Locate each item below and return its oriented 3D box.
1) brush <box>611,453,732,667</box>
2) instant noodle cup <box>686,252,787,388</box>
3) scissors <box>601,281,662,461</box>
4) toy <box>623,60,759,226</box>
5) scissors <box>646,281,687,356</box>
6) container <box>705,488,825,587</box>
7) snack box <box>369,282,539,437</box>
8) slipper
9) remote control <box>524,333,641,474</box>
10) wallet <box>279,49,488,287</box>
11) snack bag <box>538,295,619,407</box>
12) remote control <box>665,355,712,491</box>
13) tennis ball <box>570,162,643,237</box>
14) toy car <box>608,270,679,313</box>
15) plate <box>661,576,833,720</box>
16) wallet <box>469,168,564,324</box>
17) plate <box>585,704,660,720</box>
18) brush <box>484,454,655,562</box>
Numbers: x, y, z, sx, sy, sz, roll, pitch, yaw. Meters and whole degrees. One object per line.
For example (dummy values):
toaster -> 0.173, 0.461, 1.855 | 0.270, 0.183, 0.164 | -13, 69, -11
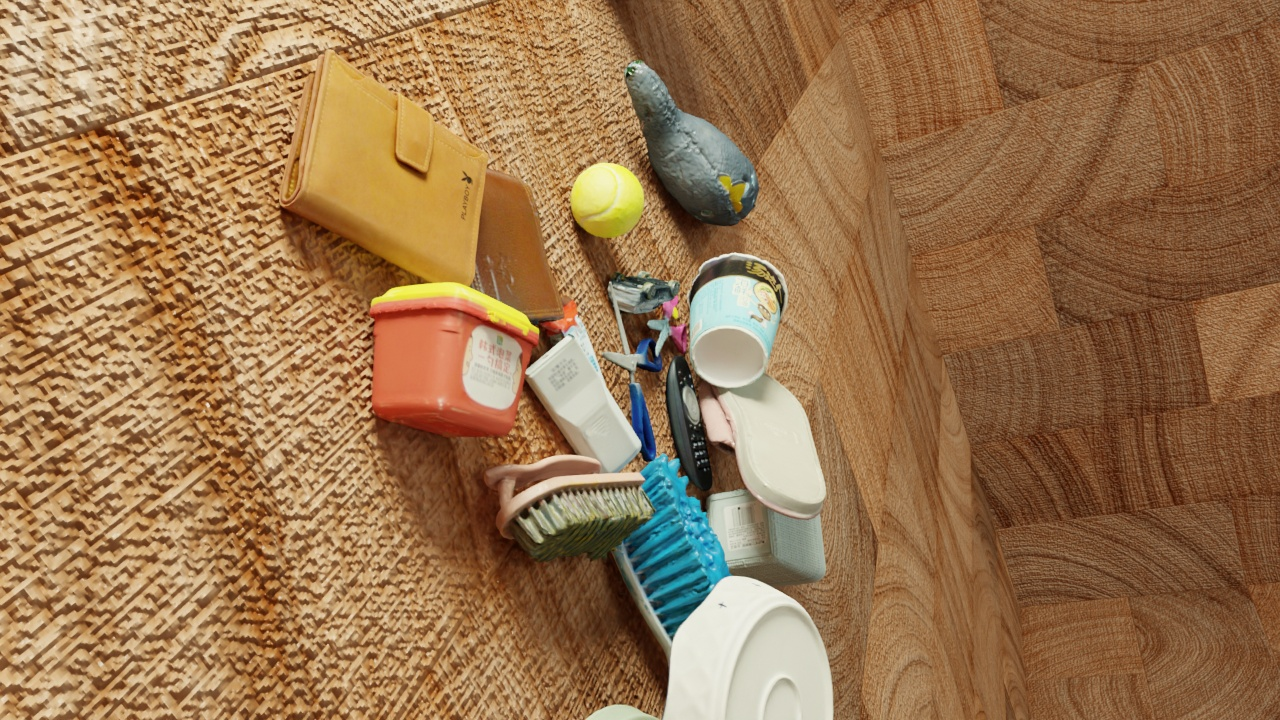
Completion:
brush -> 0.039, 0.234, 0.753 | 0.314, 0.110, 0.060 | 66, 18, -5
instant noodle cup -> 0.098, -0.035, 0.956 | 0.111, 0.111, 0.120 | 61, 24, -29
scissors -> -0.005, 0.009, 0.826 | 0.162, 0.012, 0.176 | -48, 129, -68
toy -> 0.074, -0.223, 1.043 | 0.356, 0.091, 0.137 | 21, 47, -63
scissors -> 0.028, -0.026, 0.921 | 0.137, 0.017, 0.093 | -71, 146, -61
container -> 0.126, 0.182, 0.948 | 0.111, 0.090, 0.089 | 30, 51, -53
snack box -> -0.113, 0.003, 0.555 | 0.091, 0.082, 0.080 | 27, 64, -57
slipper -> 0.120, 0.079, 0.932 | 0.114, 0.054, 0.274 | 19, 24, -15
remote control -> -0.042, 0.040, 0.718 | 0.049, 0.024, 0.125 | -42, 122, -17
wallet -> -0.151, -0.112, 0.565 | 0.131, 0.031, 0.107 | 30, 57, -48
snack bag -> -0.051, 0.002, 0.741 | 0.048, 0.026, 0.104 | -38, 114, -42
remote control -> 0.045, 0.064, 0.911 | 0.053, 0.024, 0.136 | 5, 72, -65
tennis ball -> -0.029, -0.141, 0.813 | 0.065, 0.066, 0.065 | 40, 43, -52
toy car -> 0.003, -0.065, 0.872 | 0.090, 0.043, 0.034 | -17, 120, -62
plate -> 0.089, 0.268, 0.692 | 0.204, 0.046, 0.204 | 10, 77, -51
wallet -> -0.106, -0.083, 0.667 | 0.101, 0.032, 0.124 | -10, 84, -62
plate -> 0.000, 0.348, 0.604 | 0.230, 0.028, 0.229 | 41, 42, -53
brush -> -0.054, 0.102, 0.654 | 0.073, 0.063, 0.145 | 54, 19, 23
